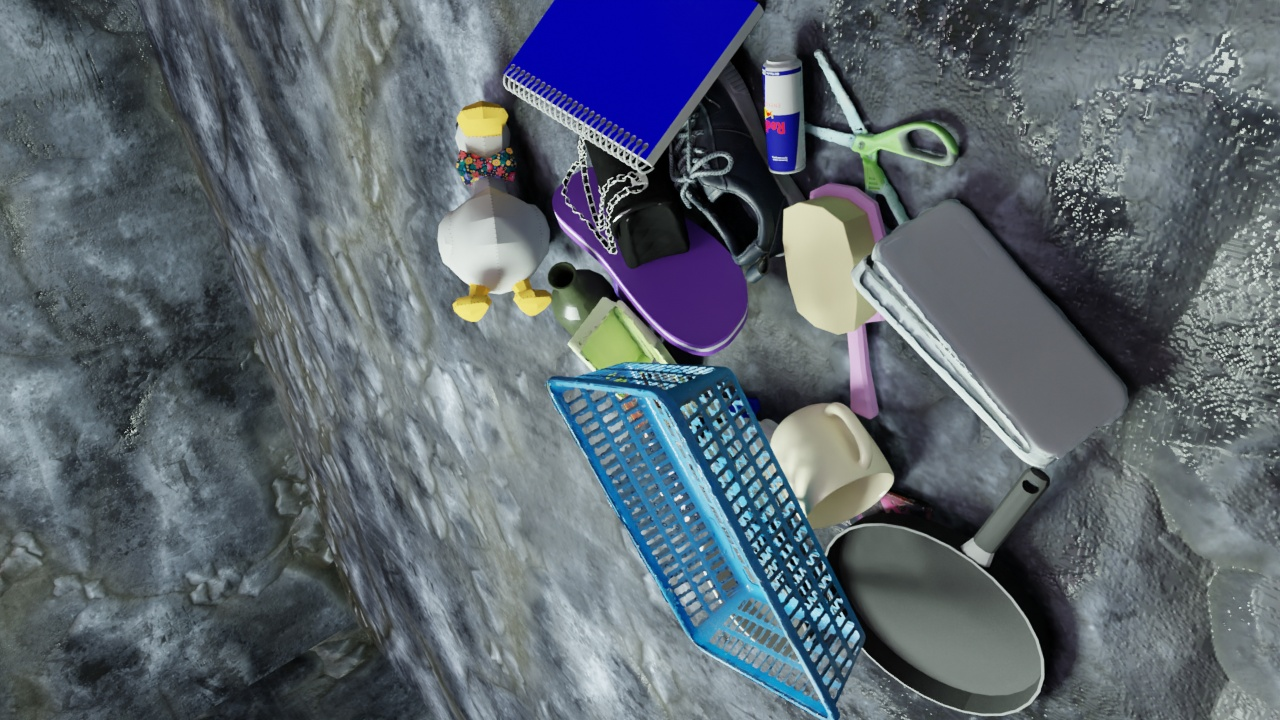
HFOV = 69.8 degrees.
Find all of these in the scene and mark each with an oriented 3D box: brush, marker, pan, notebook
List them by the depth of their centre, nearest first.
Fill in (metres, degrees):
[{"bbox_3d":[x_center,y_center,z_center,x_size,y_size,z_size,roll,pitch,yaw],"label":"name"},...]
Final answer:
[{"bbox_3d":[0.180,-0.042,0.816,0.089,0.043,0.229,27,137,52],"label":"brush"},{"bbox_3d":[-0.017,-0.283,0.836,0.209,0.171,0.022,38,-176,33],"label":"notebook"},{"bbox_3d":[0.289,0.199,0.837,0.225,0.034,0.357,37,142,22],"label":"pan"},{"bbox_3d":[0.084,0.053,1.052,0.133,0.027,0.023,-2,112,58],"label":"marker"},{"bbox_3d":[0.126,0.221,1.053,0.187,0.055,0.357,33,145,41],"label":"pan"}]

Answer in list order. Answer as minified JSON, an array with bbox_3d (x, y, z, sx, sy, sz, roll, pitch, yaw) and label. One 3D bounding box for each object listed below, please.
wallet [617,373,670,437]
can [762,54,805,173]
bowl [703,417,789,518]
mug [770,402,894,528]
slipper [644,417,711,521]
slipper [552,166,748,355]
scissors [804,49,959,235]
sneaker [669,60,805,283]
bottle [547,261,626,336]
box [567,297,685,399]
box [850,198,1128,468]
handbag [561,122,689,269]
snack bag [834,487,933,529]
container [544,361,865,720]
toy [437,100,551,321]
[{"bbox_3d":[-0.009,0.036,1.175,0.123,0.019,0.072,57,152,8],"label":"wallet"},{"bbox_3d":[0.122,-0.208,0.778,0.032,0.032,0.095,25,134,44],"label":"can"},{"bbox_3d":[0.129,0.103,0.975,0.118,0.062,0.118,46,165,16],"label":"bowl"},{"bbox_3d":[0.179,0.087,0.874,0.120,0.096,0.099,109,143,-48],"label":"mug"},{"bbox_3d":[0.059,0.126,1.111,0.094,0.064,0.240,49,163,23],"label":"slipper"},{"bbox_3d":[0.014,-0.096,0.973,0.266,0.107,0.084,44,166,27],"label":"slipper"},{"bbox_3d":[0.183,-0.171,0.752,0.171,0.024,0.160,31,143,46],"label":"scissors"},{"bbox_3d":[0.067,-0.184,0.836,0.235,0.087,0.089,59,148,4],"label":"sneaker"},{"bbox_3d":[-0.057,-0.058,1.034,0.071,0.071,0.207,48,179,21],"label":"bottle"},{"bbox_3d":[-0.014,0.003,1.020,0.091,0.083,0.188,52,180,25],"label":"box"},{"bbox_3d":[0.251,-0.010,0.700,0.215,0.122,0.083,57,171,17],"label":"box"},{"bbox_3d":[-0.025,-0.176,0.890,0.125,0.115,0.153,71,-175,-72],"label":"handbag"},{"bbox_3d":[0.229,0.150,0.928,0.155,0.018,0.075,20,130,49],"label":"snack bag"},{"bbox_3d":[0.069,0.153,0.900,0.258,0.089,0.362,4,125,62],"label":"container"},{"bbox_3d":[-0.189,-0.182,1.169,0.247,0.141,0.267,115,147,-72],"label":"toy"}]
